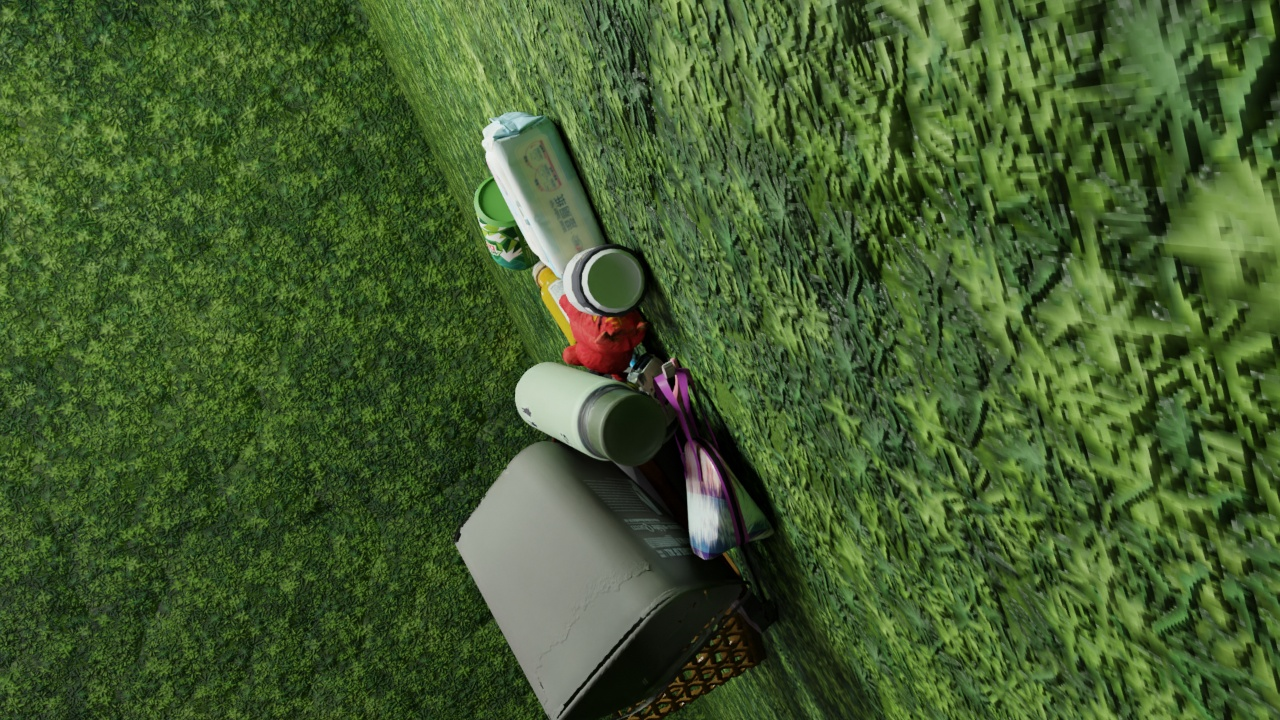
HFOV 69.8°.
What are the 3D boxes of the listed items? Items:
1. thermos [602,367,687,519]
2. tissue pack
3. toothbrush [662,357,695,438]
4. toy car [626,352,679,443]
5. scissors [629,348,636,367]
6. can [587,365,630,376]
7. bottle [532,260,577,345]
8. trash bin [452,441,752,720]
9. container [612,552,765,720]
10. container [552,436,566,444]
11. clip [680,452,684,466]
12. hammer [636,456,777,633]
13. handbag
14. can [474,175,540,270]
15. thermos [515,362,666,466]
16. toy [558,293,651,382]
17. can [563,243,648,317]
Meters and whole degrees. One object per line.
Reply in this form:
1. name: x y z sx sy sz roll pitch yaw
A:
1. thermos: 0.004 0.110 1.091 0.082 0.082 0.241 56 168 39
2. tissue pack: -0.098 -0.164 0.936 0.182 0.070 0.112 66 170 -22
3. toothbrush: 0.039 0.044 0.917 0.021 0.016 0.135 56 168 41
4. toy car: 0.017 0.041 0.946 0.033 0.047 0.105 13 141 34
5. scissors: -0.007 0.006 1.092 0.135 0.015 0.066 66 171 -27
6. can: -0.042 0.019 1.181 0.054 0.054 0.138 62 171 8
7. bottle: -0.097 -0.076 1.228 0.186 0.053 0.053 54 167 47
8. trash bin: -0.049 0.212 0.916 0.220 0.198 0.197 46 -165 29
9. container: 0.003 0.315 1.250 0.251 0.214 0.220 54 167 48
10. container: -0.063 0.123 1.392 0.132 0.132 0.167 63 177 3
11. clip: 0.055 0.119 1.054 0.052 0.014 0.041 65 174 -31
12. hammer: 0.058 0.182 1.000 0.301 0.028 0.111 55 168 -18
13. handbag: 0.055 0.089 0.844 0.145 0.068 0.170 145 105 -81
14. can: -0.177 -0.187 1.265 0.083 0.083 0.144 61 171 18
15. thermos: -0.050 0.048 0.905 0.232 0.082 0.082 12 129 64
16. toy: -0.027 -0.012 0.954 0.094 0.088 0.133 38 157 44
17. can: -0.036 -0.074 0.855 0.064 0.064 0.127 65 171 -9
